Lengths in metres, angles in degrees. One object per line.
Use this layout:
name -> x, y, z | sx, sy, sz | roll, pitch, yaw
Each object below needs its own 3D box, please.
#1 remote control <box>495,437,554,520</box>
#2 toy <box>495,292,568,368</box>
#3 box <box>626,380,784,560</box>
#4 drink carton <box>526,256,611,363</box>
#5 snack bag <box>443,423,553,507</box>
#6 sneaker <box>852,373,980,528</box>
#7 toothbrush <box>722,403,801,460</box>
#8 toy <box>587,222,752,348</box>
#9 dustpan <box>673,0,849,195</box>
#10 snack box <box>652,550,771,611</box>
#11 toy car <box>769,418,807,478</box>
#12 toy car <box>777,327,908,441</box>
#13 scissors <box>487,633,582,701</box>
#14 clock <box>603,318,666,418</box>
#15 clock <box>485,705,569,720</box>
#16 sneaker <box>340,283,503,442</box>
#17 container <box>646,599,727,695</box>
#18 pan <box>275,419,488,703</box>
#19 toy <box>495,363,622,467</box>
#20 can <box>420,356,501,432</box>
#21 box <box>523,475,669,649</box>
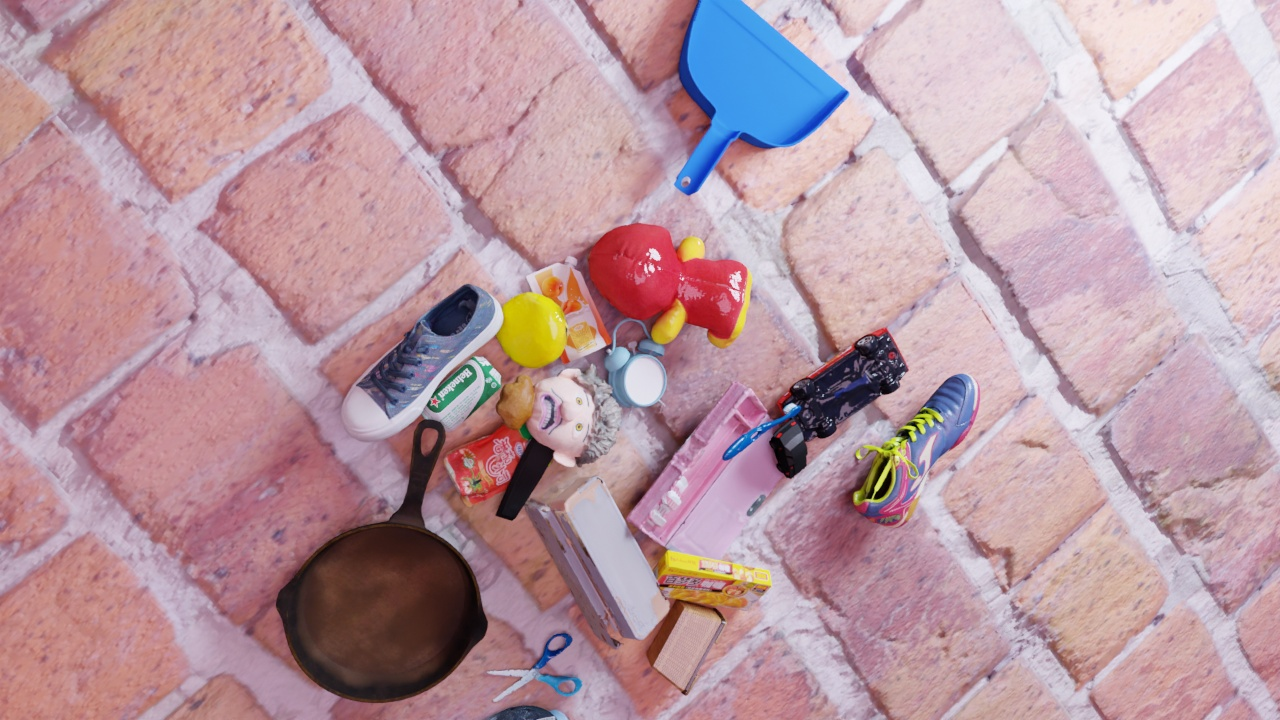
remote control -> -0.142, 0.145, 1.152 | 0.039, 0.010, 0.125 | 27, 92, -40
toy -> -0.134, -0.037, 1.132 | 0.094, 0.041, 0.095 | -3, 100, 15
box -> 0.098, 0.157, 1.224 | 0.232, 0.059, 0.179 | -50, 129, -7
drink carton -> -0.090, -0.065, 1.158 | 0.069, 0.039, 0.122 | -25, 95, -11
snack bag -> -0.166, 0.117, 1.154 | 0.155, 0.044, 0.087 | -28, 115, -18
sneaker -> 0.376, 0.116, 1.257 | 0.091, 0.116, 0.242 | 28, 94, -26
toothbrush -> 0.156, 0.092, 1.192 | 0.132, 0.016, 0.021 | -31, 128, -19
toy -> 0.038, -0.101, 1.151 | 0.216, 0.099, 0.147 | 18, 65, -17
dustpan -> 0.118, -0.323, 1.175 | 0.245, 0.059, 0.257 | 34, 87, -16
snack box -> 0.090, 0.295, 1.222 | 0.152, 0.025, 0.075 | 14, 134, -16
toy car -> 0.203, 0.122, 1.226 | 0.042, 0.036, 0.092 | -36, 127, -20
toy car -> 0.278, 0.034, 1.253 | 0.189, 0.056, 0.081 | -34, 102, -9
scissors -> -0.138, 0.399, 1.200 | 0.132, 0.015, 0.110 | 6, 98, -12
clock -> -0.007, 0.007, 1.177 | 0.087, 0.042, 0.123 | -17, 101, -31
clock -> -0.137, 0.491, 1.156 | 0.162, 0.118, 0.060 | -9, 109, -8
sneaker -> -0.264, -0.006, 1.075 | 0.087, 0.079, 0.235 | 40, 77, 20
container -> 0.058, 0.377, 1.227 | 0.061, 0.063, 0.114 | 30, 87, -9
pan -> -0.294, 0.239, 1.111 | 0.248, 0.043, 0.356 | 14, 96, -16
toy -> -0.093, 0.062, 1.121 | 0.175, 0.076, 0.132 | 11, 75, -35
can -> -0.218, 0.042, 1.119 | 0.101, 0.053, 0.053 | -43, 104, -8
box -> -0.049, 0.253, 1.167 | 0.107, 0.094, 0.216 | -30, 103, -12
